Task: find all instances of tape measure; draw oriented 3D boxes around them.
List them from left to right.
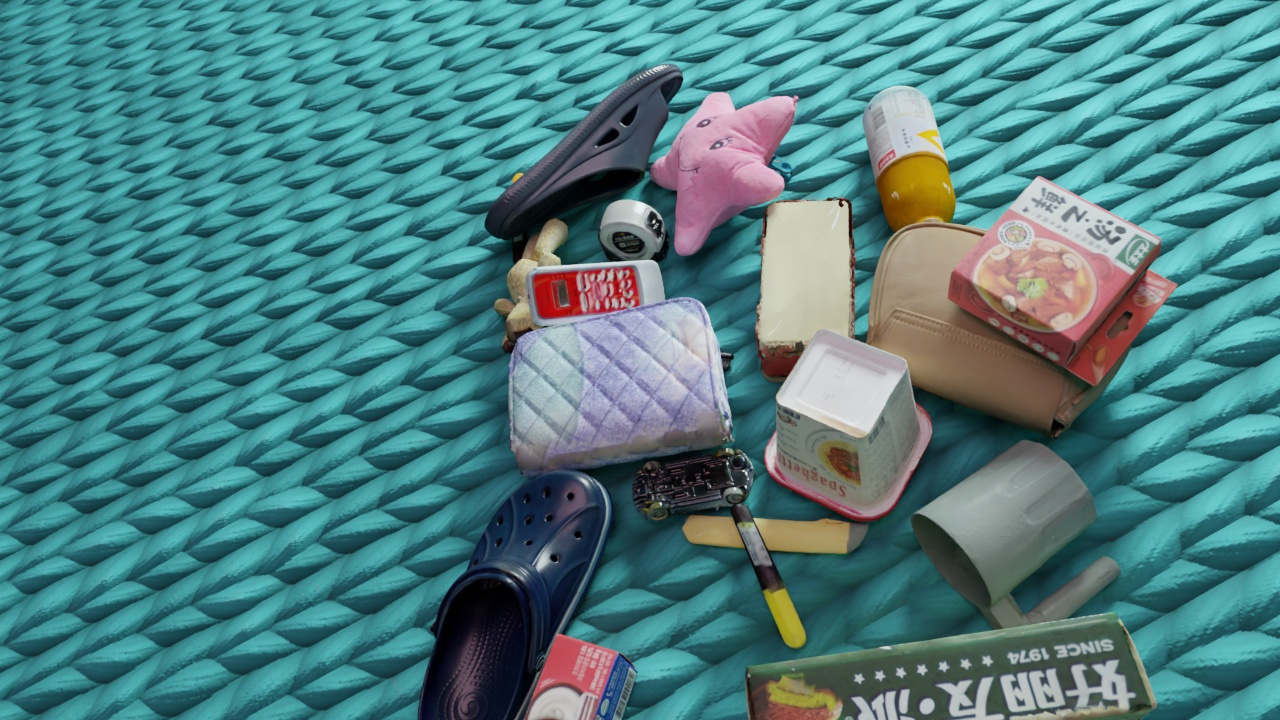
[{"bbox_3d":[-0.008,-0.129,0.922,0.066,0.066,0.033,4,58,18],"label":"tape measure"}]

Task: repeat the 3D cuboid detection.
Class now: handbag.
[{"bbox_3d":[-0.018,0.027,0.818,0.194,0.075,0.134,-11,60,14],"label":"handbag"},{"bbox_3d":[0.290,-0.027,0.760,0.205,0.100,0.147,24,75,27],"label":"handbag"}]

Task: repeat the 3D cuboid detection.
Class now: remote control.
[{"bbox_3d":[-0.041,-0.065,0.875,0.135,0.020,0.056,-6,81,-22],"label":"remote control"}]

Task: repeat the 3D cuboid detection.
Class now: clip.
[{"bbox_3d":[0.135,-0.207,0.958,0.055,0.038,0.013,32,73,23],"label":"clip"}]

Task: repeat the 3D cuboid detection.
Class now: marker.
[{"bbox_3d":[-0.132,-0.154,1.005,0.018,0.015,0.123,-10,59,11],"label":"marker"},{"bbox_3d":[0.100,0.168,0.728,0.018,0.015,0.124,-26,61,6],"label":"marker"}]

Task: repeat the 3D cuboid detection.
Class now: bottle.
[{"bbox_3d":[0.259,-0.179,0.878,0.068,0.068,0.189,-9,57,10],"label":"bottle"}]

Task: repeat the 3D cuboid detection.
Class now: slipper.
[{"bbox_3d":[-0.111,0.194,0.733,0.105,0.095,0.252,15,67,21],"label":"slipper"},{"bbox_3d":[-0.043,-0.203,0.971,0.267,0.111,0.083,-42,88,-11],"label":"slipper"}]

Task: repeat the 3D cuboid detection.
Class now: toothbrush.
[{"bbox_3d":[-0.005,0.005,0.870,0.189,0.014,0.016,-3,70,14],"label":"toothbrush"}]

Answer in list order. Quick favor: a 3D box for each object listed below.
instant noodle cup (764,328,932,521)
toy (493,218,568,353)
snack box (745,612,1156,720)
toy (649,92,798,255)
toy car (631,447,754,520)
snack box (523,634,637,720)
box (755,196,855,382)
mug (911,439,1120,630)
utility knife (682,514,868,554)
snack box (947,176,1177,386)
[{"bbox_3d":[0.163,0.047,0.728,0.116,0.124,0.116,24,67,27],"label":"instant noodle cup"},{"bbox_3d":[-0.103,-0.077,0.925,0.105,0.066,0.157,-27,43,38],"label":"toy"},{"bbox_3d":[0.196,0.230,0.610,0.240,0.114,0.063,-12,57,9],"label":"snack box"},{"bbox_3d":[0.086,-0.210,0.924,0.179,0.074,0.194,-36,42,24],"label":"toy"},{"bbox_3d":[0.045,0.107,0.779,0.105,0.031,0.048,-12,52,6],"label":"toy car"},{"bbox_3d":[-0.066,0.311,0.667,0.058,0.057,0.207,10,62,24],"label":"snack box"},{"bbox_3d":[0.149,-0.070,0.833,0.091,0.079,0.168,-1,58,14],"label":"box"},{"bbox_3d":[0.279,0.135,0.676,0.103,0.084,0.124,-34,83,-8],"label":"mug"},{"bbox_3d":[0.108,0.140,0.751,0.152,0.018,0.030,3,56,15],"label":"utility knife"},{"bbox_3d":[0.319,-0.062,0.688,0.127,0.044,0.113,37,74,26],"label":"snack box"}]
